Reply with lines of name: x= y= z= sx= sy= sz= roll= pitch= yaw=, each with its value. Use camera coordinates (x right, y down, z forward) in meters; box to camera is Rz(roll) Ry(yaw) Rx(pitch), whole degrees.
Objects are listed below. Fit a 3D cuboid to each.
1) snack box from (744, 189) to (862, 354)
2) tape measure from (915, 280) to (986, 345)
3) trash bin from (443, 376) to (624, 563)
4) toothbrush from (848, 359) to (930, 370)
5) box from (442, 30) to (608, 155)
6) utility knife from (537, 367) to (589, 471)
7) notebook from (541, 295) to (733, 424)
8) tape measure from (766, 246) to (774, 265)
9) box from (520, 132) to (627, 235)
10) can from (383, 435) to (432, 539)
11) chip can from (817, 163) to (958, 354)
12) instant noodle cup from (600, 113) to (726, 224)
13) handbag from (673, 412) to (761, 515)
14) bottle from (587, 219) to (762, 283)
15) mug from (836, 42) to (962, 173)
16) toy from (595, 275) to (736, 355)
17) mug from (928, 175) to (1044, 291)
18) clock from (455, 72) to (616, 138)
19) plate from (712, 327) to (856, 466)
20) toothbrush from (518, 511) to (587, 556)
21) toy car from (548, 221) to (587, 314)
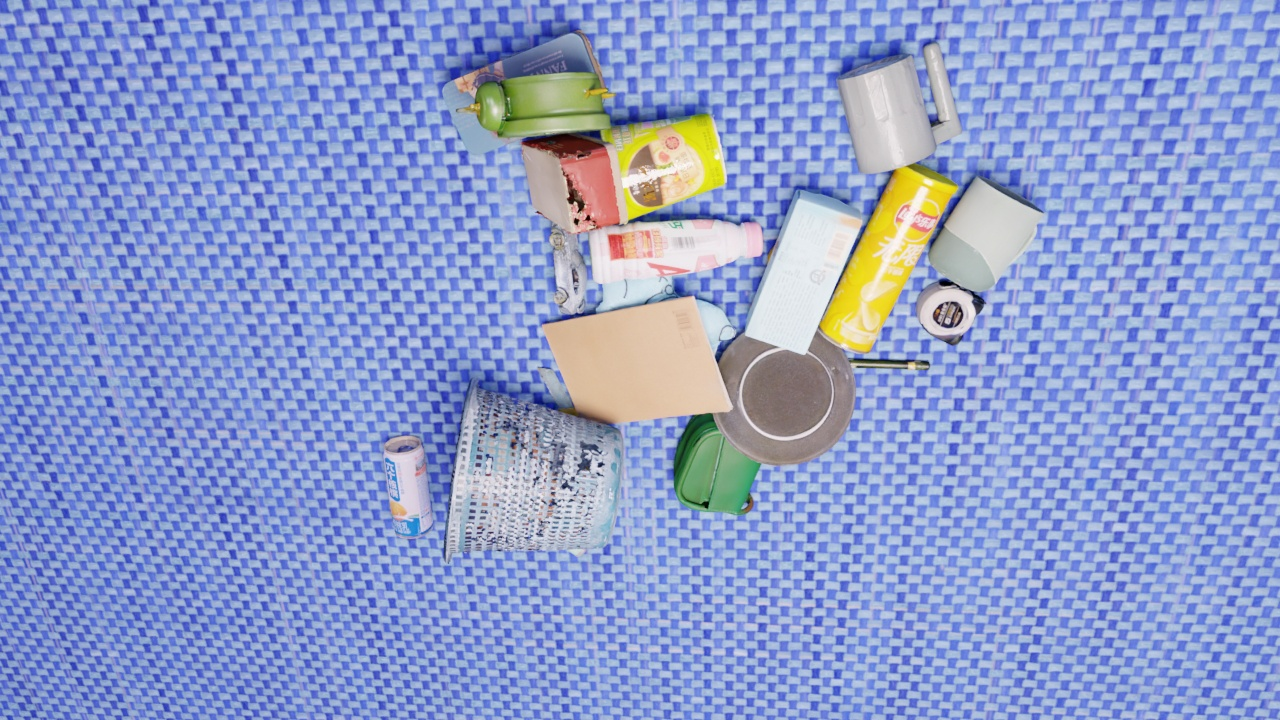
snack box: x=0.180 y=-0.098 z=1.032 sx=0.074 sy=0.051 sz=0.175 roll=19 pitch=114 yaw=0
tape measure: x=0.357 y=-0.059 z=1.071 sx=0.066 sy=0.033 sz=0.066 roll=27 pitch=112 yaw=-8
trash bin: x=-0.127 y=0.145 z=1.123 sx=0.195 sy=0.226 sz=0.227 roll=8 pitch=115 yaw=-7
toothbrush: x=0.259 y=0.007 z=1.124 sx=0.186 sy=0.012 sz=0.017 roll=1 pitch=120 yaw=6
box: x=-0.119 y=-0.296 z=1.009 sx=0.184 sy=0.061 sz=0.090 roll=-18 pitch=111 yaw=16
utility knife: x=-0.081 y=0.099 z=1.205 sx=0.033 sy=0.015 sz=0.215 roll=-22 pitch=109 yaw=13
notebook: x=-0.007 y=0.007 z=1.114 sx=0.212 sy=0.012 sz=0.149 roll=-9 pitch=113 yaw=29
tape measure: x=0.176 y=-0.114 z=1.071 sx=0.057 sy=0.028 sz=0.060 roll=20 pitch=115 yaw=-3
box: x=-0.082 y=-0.190 z=0.985 sx=0.076 sy=0.168 sz=0.091 roll=-17 pitch=113 yaw=-16
can: x=-0.315 y=0.172 z=1.246 sx=0.053 sy=0.053 sz=0.135 roll=2 pitch=114 yaw=6
chip can: x=0.275 y=-0.114 z=1.035 sx=0.072 sy=0.072 sz=0.214 roll=21 pitch=115 yaw=-3
instant noodle cup: x=0.028 y=-0.219 z=1.006 sx=0.123 sy=0.111 sz=0.112 roll=-13 pitch=112 yaw=4
handbag: x=0.106 y=0.133 z=1.175 sx=0.120 sy=0.068 sz=0.131 roll=17 pitch=114 yaw=-9
bottle: x=0.040 y=-0.130 z=1.054 sx=0.197 sy=0.068 sz=0.068 roll=-6 pitch=113 yaw=-4
mug: x=0.276 y=-0.268 z=0.971 sx=0.123 sy=0.084 sz=0.103 roll=-26 pitch=109 yaw=-11
toy: x=0.030 y=-0.046 z=1.108 sx=0.161 sy=0.049 sz=0.156 roll=-12 pitch=106 yaw=11
mug: x=0.387 y=-0.134 z=1.015 sx=0.111 sy=0.082 sz=0.106 roll=10 pitch=119 yaw=-33
clock: x=-0.107 y=-0.257 z=0.932 sx=0.161 sy=0.116 sz=0.056 roll=-4 pitch=102 yaw=4
plate: x=0.174 y=0.040 z=1.104 sx=0.179 sy=0.024 sz=0.179 roll=0 pitch=92 yaw=-2
toothbrush: x=-0.162 y=0.193 z=1.251 sx=0.224 sy=0.026 sz=0.027 roll=40 pitch=108 yaw=-10
toy car: x=-0.085 y=-0.114 z=1.089 sx=0.037 sy=0.054 sz=0.121 roll=-1 pitch=113 yaw=10
